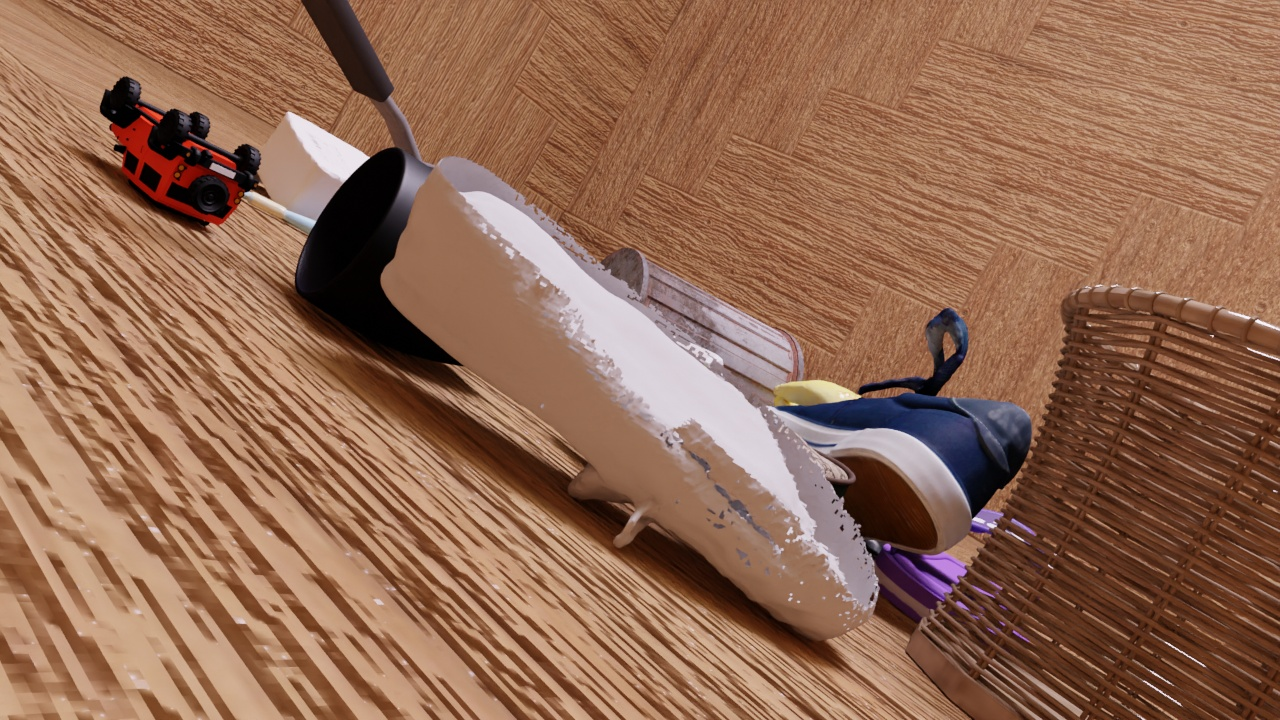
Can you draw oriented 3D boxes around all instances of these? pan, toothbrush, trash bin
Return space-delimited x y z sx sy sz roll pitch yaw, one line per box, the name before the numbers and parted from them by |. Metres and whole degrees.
pan | -0.121 -0.093 0.516 0.179 0.041 0.358 27 -19 20
toothbrush | -0.251 -0.103 0.690 0.155 0.016 0.022 29 -34 -22
trash bin | 0.046 -0.004 0.867 0.211 0.131 0.131 27 4 -29

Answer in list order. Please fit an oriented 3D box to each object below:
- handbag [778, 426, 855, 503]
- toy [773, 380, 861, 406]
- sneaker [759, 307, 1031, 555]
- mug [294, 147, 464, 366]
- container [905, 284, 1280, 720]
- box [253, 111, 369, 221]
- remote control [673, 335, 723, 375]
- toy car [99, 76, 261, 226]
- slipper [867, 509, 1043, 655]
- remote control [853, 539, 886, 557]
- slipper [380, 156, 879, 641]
handbag | 0.034 0.048 0.493 0.138 0.063 0.166 32 8 34
toy | 0.176 0.090 0.795 0.155 0.064 0.171 36 -28 27
sneaker | 0.166 0.050 0.648 0.120 0.127 0.295 58 -14 -6
mug | -0.115 -0.040 0.464 0.119 0.084 0.100 -8 -34 44
container | 0.260 0.106 0.432 0.227 0.196 0.227 30 3 -2
box | -0.276 -0.157 0.777 0.190 0.083 0.110 31 1 39
remote control | -0.004 0.004 0.663 0.138 0.060 0.025 24 22 31
toy car | -0.247 -0.109 0.486 0.100 0.049 0.051 32 4 33
slipper | 0.240 0.146 0.665 0.107 0.084 0.266 32 3 24
remote control | 0.196 0.152 0.753 0.041 0.020 0.151 30 1 30
slipper | -0.005 0.022 0.371 0.247 0.075 0.112 41 34 2
